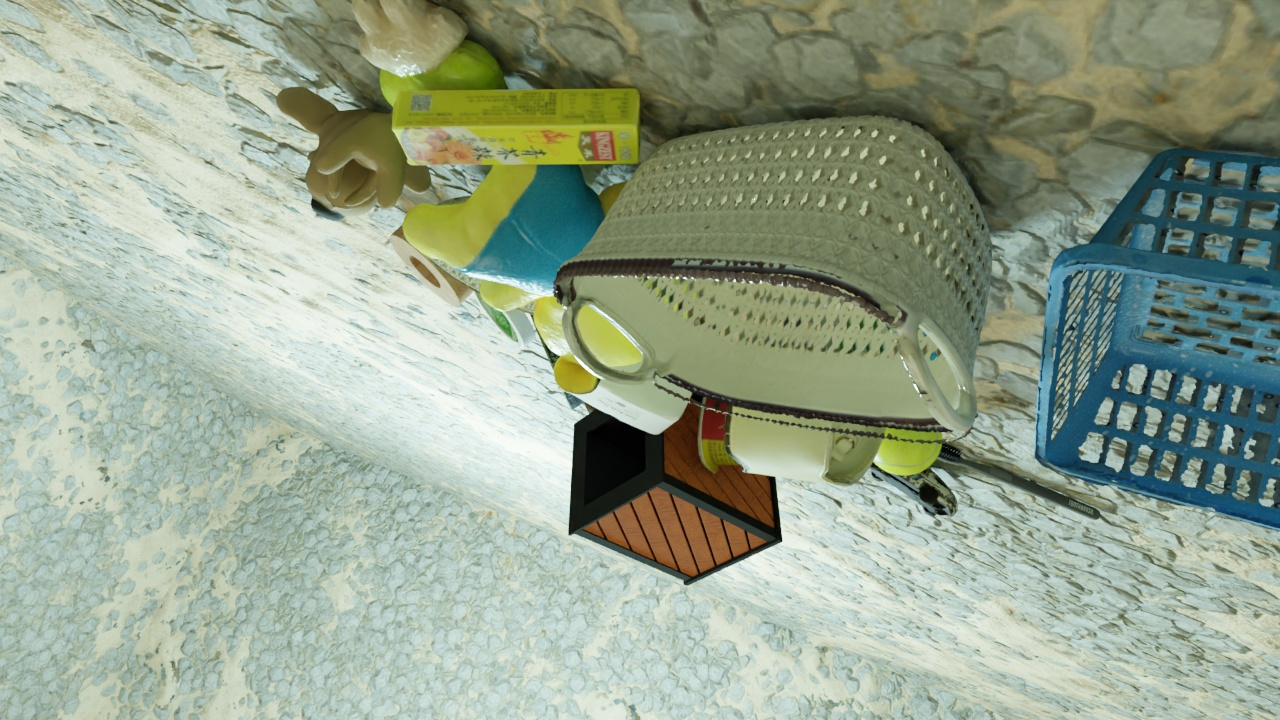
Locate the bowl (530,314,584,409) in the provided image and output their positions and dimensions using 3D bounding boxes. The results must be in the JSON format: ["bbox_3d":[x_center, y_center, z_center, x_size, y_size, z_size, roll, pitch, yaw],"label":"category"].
[{"bbox_3d":[-0.066,-0.014,0.924,0.114,0.060,0.114,156,91,-84],"label":"bowl"}]

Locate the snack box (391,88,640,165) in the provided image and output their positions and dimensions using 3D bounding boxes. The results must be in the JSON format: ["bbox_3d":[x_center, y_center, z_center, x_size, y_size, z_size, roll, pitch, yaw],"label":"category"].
[{"bbox_3d":[-0.074,-0.143,0.562,0.148,0.028,0.040,0,158,3],"label":"snack box"}]

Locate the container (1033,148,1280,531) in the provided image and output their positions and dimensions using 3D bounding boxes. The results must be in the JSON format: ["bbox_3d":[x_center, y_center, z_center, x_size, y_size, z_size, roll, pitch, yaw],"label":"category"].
[{"bbox_3d":[0.382,0.016,0.415,0.363,0.089,0.257,15,160,27],"label":"container"}]

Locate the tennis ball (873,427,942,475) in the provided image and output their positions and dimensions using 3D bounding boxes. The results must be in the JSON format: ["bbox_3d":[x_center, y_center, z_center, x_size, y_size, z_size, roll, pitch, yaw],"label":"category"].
[{"bbox_3d":[0.226,0.066,0.792,0.065,0.065,0.065,22,162,7],"label":"tennis ball"}]

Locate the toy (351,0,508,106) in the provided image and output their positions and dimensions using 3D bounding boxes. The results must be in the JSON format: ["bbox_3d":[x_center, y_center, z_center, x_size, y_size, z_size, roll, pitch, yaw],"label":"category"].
[{"bbox_3d":[-0.133,-0.187,0.572,0.092,0.043,0.118,5,153,30],"label":"toy"}]

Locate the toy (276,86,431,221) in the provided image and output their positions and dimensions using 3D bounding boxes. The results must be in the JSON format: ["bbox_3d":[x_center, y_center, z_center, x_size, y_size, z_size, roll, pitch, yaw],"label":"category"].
[{"bbox_3d":[-0.210,-0.155,0.691,0.134,0.105,0.108,30,173,-29],"label":"toy"}]

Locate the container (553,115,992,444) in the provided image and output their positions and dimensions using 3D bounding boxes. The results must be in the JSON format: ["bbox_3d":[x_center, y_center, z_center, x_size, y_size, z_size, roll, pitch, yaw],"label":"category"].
[{"bbox_3d":[0.081,-0.045,0.541,0.252,0.143,0.184,6,156,43],"label":"container"}]

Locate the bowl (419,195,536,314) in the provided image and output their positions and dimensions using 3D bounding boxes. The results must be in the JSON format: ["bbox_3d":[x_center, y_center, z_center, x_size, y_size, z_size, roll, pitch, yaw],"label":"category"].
[{"bbox_3d":[-0.111,-0.099,0.757,0.145,0.063,0.145,23,162,8],"label":"bowl"}]

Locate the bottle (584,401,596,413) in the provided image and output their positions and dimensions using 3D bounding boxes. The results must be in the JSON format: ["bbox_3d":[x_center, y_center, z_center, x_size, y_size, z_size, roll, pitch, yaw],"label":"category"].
[{"bbox_3d":[-0.028,0.047,1.056,0.068,0.067,0.157,18,161,18],"label":"bottle"}]

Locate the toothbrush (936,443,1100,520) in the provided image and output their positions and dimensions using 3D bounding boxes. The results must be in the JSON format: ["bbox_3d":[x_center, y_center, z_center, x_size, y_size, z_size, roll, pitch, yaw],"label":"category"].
[{"bbox_3d":[0.346,0.112,0.853,0.167,0.012,0.013,23,154,5],"label":"toothbrush"}]

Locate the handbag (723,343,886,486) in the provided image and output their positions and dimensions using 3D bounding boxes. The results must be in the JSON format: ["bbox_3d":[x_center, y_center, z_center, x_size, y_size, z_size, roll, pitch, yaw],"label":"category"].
[{"bbox_3d":[0.138,0.047,0.774,0.119,0.111,0.081,5,155,45],"label":"handbag"}]

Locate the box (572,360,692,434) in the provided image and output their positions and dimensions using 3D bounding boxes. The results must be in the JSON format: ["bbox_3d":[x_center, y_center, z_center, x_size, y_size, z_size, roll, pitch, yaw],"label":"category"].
[{"bbox_3d":[-0.009,0.009,0.872,0.107,0.102,0.095,28,151,-10],"label":"box"}]

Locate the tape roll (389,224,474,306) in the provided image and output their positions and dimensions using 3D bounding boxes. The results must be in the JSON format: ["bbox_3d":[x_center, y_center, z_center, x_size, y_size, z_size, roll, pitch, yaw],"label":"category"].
[{"bbox_3d":[-0.201,-0.096,0.895,0.094,0.027,0.094,38,162,14],"label":"tape roll"}]

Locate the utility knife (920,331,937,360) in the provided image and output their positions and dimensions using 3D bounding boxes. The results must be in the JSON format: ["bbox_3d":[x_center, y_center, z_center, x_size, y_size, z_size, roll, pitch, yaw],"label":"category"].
[{"bbox_3d":[0.219,-0.003,0.692,0.031,0.015,0.175,12,158,20],"label":"utility knife"}]

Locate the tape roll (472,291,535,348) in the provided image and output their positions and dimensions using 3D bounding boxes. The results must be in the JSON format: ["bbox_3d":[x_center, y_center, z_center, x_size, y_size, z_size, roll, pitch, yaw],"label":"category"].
[{"bbox_3d":[-0.143,-0.053,0.940,0.094,0.018,0.094,46,163,18],"label":"tape roll"}]

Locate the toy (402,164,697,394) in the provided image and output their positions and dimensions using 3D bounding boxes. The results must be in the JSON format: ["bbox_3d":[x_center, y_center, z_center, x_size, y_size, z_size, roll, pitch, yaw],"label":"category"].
[{"bbox_3d":[-0.045,-0.064,0.658,0.214,0.149,0.084,43,-162,-38],"label":"toy"}]

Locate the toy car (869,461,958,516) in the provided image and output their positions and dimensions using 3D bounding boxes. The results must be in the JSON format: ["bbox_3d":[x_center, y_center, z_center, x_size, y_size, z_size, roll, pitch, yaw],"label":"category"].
[{"bbox_3d":[0.271,0.116,0.926,0.113,0.040,0.048,34,170,33],"label":"toy car"}]

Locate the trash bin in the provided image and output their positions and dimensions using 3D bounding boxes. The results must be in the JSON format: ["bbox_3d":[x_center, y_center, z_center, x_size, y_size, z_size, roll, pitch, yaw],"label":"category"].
[{"bbox_3d":[0.036,0.129,0.985,0.171,0.139,0.140,30,132,-32],"label":"trash bin"}]

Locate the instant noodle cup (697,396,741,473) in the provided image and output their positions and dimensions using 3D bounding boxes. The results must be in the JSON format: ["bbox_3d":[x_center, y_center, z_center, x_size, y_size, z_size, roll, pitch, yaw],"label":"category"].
[{"bbox_3d":[0.123,0.060,0.881,0.112,0.100,0.100,6,157,22],"label":"instant noodle cup"}]
